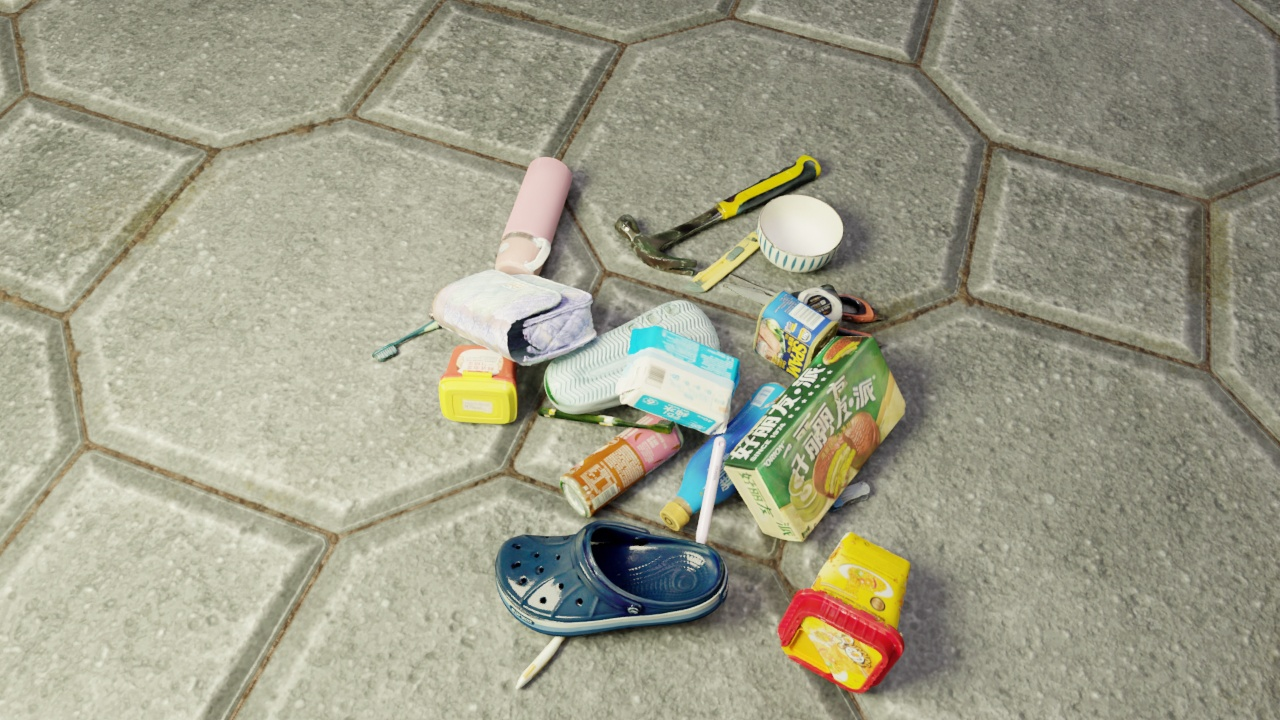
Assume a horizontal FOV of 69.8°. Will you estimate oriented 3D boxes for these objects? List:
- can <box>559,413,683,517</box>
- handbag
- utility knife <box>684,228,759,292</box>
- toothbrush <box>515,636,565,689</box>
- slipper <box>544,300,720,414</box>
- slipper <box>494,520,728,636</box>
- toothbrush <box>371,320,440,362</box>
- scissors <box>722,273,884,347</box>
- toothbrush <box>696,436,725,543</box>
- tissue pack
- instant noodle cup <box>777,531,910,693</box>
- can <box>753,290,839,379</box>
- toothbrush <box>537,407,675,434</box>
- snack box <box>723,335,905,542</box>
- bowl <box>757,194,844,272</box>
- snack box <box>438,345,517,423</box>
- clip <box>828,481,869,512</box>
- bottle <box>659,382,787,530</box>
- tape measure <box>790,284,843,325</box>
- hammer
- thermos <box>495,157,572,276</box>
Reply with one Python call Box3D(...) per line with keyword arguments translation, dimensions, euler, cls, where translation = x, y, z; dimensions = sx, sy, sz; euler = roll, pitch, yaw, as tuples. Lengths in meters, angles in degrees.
Box3D(translation=(-0.021, 0.118, 1.063), dimensions=(0.147, 0.058, 0.058), euler=(-34, 64, -23), cls="can")
Box3D(translation=(-0.152, -0.058, 1.107), dimensions=(0.133, 0.076, 0.194), euler=(-22, 26, -34), cls="handbag")
Box3D(translation=(0.136, -0.149, 1.283), dimensions=(0.031, 0.021, 0.197), euler=(39, 58, 22), cls="utility knife")
Box3D(translation=(-0.065, 0.278, 0.980), dimensions=(0.018, 0.016, 0.190), euler=(39, 61, 11), cls="toothbrush")
Box3D(translation=(-0.007, 0.007, 1.128), dimensions=(0.244, 0.074, 0.104), euler=(-22, 69, -25), cls="slipper")
Box3D(translation=(-0.036, 0.220, 0.951), dimensions=(0.253, 0.095, 0.104), euler=(0, 42, 10), cls="slipper")
Box3D(translation=(-0.258, -0.047, 1.187), dimensions=(0.191, 0.016, 0.018), euler=(-30, 73, -21), cls="toothbrush")
Box3D(translation=(0.222, -0.076, 1.236), dimensions=(0.197, 0.015, 0.205), euler=(-21, 60, -15), cls="scissors")
Box3D(translation=(0.071, 0.176, 1.006), dimensions=(0.029, 0.021, 0.189), euler=(12, 82, -8), cls="toothbrush")
Box3D(translation=(0.045, 0.024, 1.056), dimensions=(0.140, 0.063, 0.089), euler=(21, 62, -10), cls="tissue pack")
Box3D(translation=(0.221, 0.258, 0.959), dimensions=(0.116, 0.116, 0.123), euler=(26, 47, 14), cls="instant noodle cup")
Box3D(translation=(0.192, -0.028, 1.150), dimensions=(0.083, 0.102, 0.057), euler=(35, 61, 22), cls="can")
Box3D(translation=(-0.043, 0.068, 1.080), dimensions=(0.186, 0.012, 0.017), euler=(5, 34, 30), cls="toothbrush")
Box3D(translation=(0.207, 0.085, 1.062), dimensions=(0.239, 0.114, 0.063), euler=(-44, 26, -27), cls="snack box")
Box3D(translation=(0.216, -0.165, 1.264), dimensions=(0.116, 0.066, 0.116), euler=(2, 55, -3), cls="bowl")
Box3D(translation=(-0.191, 0.026, 1.105), dimensions=(0.091, 0.082, 0.080), euler=(4, 46, -3), cls="snack box")
Box3D(translation=(0.243, 0.158, 1.078), dimensions=(0.058, 0.041, 0.026), euler=(-16, 57, -15), cls="clip")
Box3D(translation=(0.104, 0.114, 1.070), dimensions=(0.065, 0.065, 0.218), euler=(37, 62, 19), cls="bottle")
Box3D(translation=(0.230, -0.063, 1.197), dimensions=(0.065, 0.034, 0.066), euler=(-12, 56, -8), cls="tape measure")
Box3D(translation=(0.130, -0.217, 1.315), dimensions=(0.322, 0.032, 0.126), euler=(-28, 62, -21), cls="hammer")
Box3D(translation=(-0.140, -0.191, 1.252), dimensions=(0.067, 0.087, 0.198), euler=(40, 47, -32), cls="thermos")
